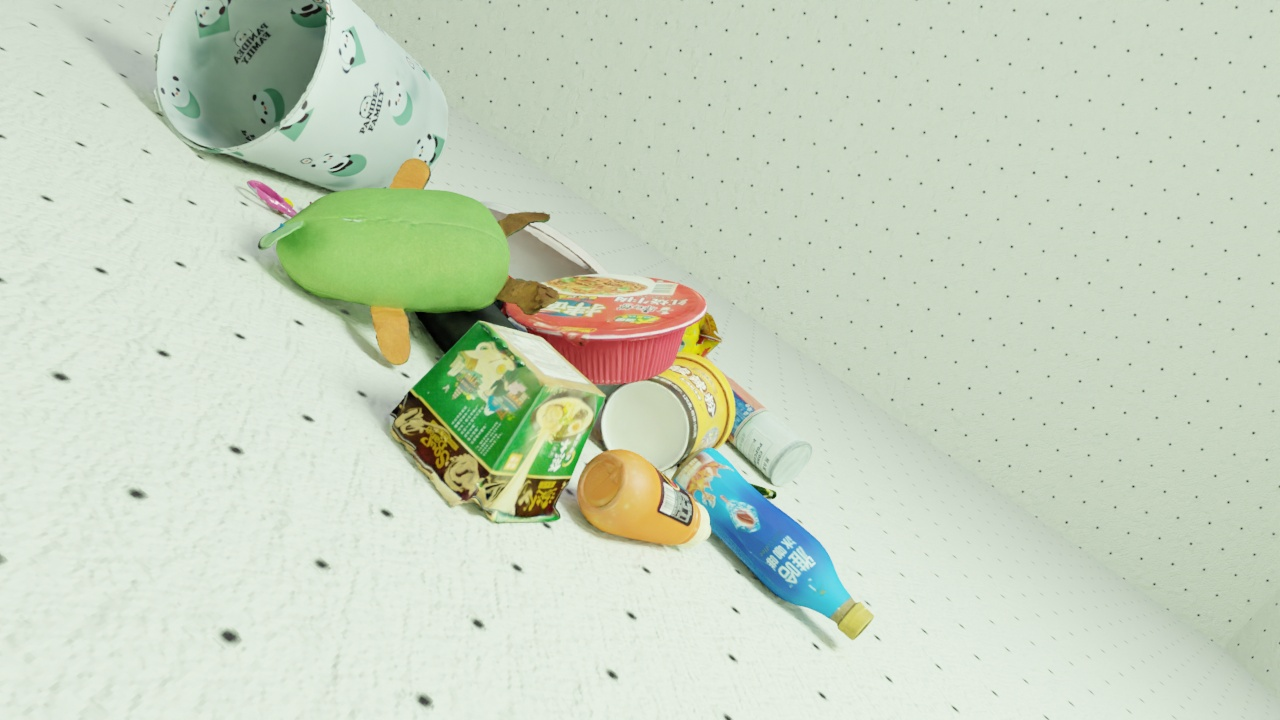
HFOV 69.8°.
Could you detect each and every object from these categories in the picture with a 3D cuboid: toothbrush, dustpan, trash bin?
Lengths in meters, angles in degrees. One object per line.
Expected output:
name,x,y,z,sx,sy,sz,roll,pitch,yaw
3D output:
toothbrush,0.103,0.139,1.057,0.185,0.012,0.017,22,6,-47
dustpan,-0.122,-0.113,1.122,0.222,0.139,0.273,32,13,-12
trash bin,-0.361,-0.304,1.039,0.229,0.230,0.251,40,8,22

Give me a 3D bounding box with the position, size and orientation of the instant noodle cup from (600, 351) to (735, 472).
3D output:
instant noodle cup,0.023,0.056,0.925,0.118,0.119,0.114,38,20,14

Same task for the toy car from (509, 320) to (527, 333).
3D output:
toy car,-0.151,-0.028,0.961,0.090,0.034,0.043,28,16,-23

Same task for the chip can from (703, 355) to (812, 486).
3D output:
chip can,0.133,0.076,1.247,0.215,0.071,0.071,43,14,36

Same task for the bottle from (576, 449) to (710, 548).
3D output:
bottle,0.013,0.123,0.758,0.149,0.067,0.067,33,9,-45

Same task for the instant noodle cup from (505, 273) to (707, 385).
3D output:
instant noodle cup,-0.032,-0.029,0.889,0.194,0.066,0.193,-1,22,0

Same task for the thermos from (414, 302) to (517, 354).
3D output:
thermos,-0.164,-0.021,0.846,0.089,0.069,0.242,-15,39,-31

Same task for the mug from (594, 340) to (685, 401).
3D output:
mug,-0.006,0.006,1.054,0.083,0.103,0.124,30,14,-23

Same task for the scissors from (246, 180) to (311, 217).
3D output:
scissors,-0.337,-0.140,0.934,0.133,0.017,0.133,39,9,-4

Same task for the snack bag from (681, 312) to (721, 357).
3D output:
snack bag,0.010,-0.048,1.219,0.128,0.073,0.208,6,8,-33

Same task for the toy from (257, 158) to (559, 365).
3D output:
toy,-0.196,-0.095,0.803,0.246,0.090,0.226,4,53,-12

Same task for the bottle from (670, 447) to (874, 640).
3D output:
bottle,0.121,0.169,0.848,0.219,0.065,0.065,40,13,26

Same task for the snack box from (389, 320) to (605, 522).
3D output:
snack box,-0.094,0.040,0.663,0.118,0.106,0.117,42,13,27

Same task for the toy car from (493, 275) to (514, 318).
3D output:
toy car,-0.167,-0.078,0.952,0.045,0.053,0.120,3,19,-46
